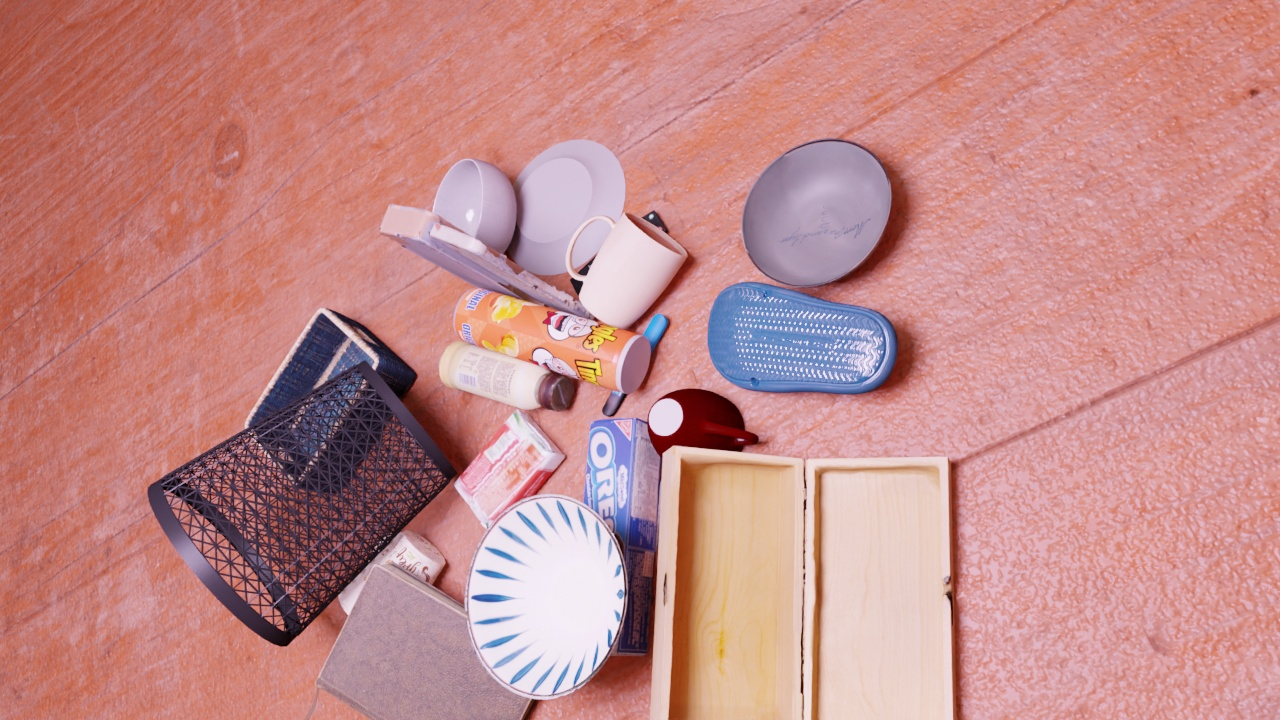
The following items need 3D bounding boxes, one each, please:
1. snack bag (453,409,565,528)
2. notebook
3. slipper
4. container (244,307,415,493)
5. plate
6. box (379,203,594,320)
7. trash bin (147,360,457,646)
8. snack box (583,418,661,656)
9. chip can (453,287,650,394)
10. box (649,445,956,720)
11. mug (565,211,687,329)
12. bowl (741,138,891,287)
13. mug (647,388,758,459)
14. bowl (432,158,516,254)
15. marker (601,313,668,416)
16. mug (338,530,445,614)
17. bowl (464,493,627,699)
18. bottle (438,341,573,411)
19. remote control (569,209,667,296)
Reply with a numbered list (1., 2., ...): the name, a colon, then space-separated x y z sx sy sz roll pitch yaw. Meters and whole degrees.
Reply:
1. snack bag: -0.144 0.120 0.998 0.116 0.036 0.077 -50 59 7
2. notebook: -0.221 0.334 0.934 0.215 0.034 0.190 28 91 10
3. slipper: 0.147 -0.014 0.865 0.214 0.059 0.104 14 91 44
4. container: -0.384 0.050 1.136 0.145 0.071 0.187 36 93 33
5. plate: -0.098 -0.185 1.079 0.173 0.019 0.172 -9 70 27
6. box: -0.153 -0.098 0.965 0.149 0.216 0.042 10 78 32
7. trash bin: -0.344 0.138 0.982 0.243 0.217 0.217 -39 56 -14
8. snack box: -0.021 0.172 0.901 0.059 0.059 0.226 -4 73 32
9. chip can: -0.096 -0.023 0.970 0.210 0.062 0.062 17 83 25
10. box: 0.138 0.205 0.788 0.261 0.096 0.247 0 75 13
11. mug: -0.024 -0.099 0.964 0.111 0.085 0.104 34 105 -1
12. bowl: 0.175 -0.134 0.885 0.151 0.056 0.150 -9 71 27
13. mug: 0.055 0.065 0.871 0.114 0.088 0.087 6 78 31
14. bowl: -0.191 -0.168 1.090 0.132 0.064 0.131 -14 72 50
15. marker: -0.006 0.006 0.970 0.018 0.015 0.123 32 94 27
16. mug: -0.277 0.236 1.027 0.097 0.081 0.122 -50 32 -2
17. bowl: -0.071 0.214 0.840 0.178 0.070 0.177 -9 72 30
18. bottle: -0.149 0.020 1.021 0.162 0.056 0.056 14 81 32
19. remote control: -0.025 -0.117 1.021 0.125 0.010 0.039 -37 60 15
